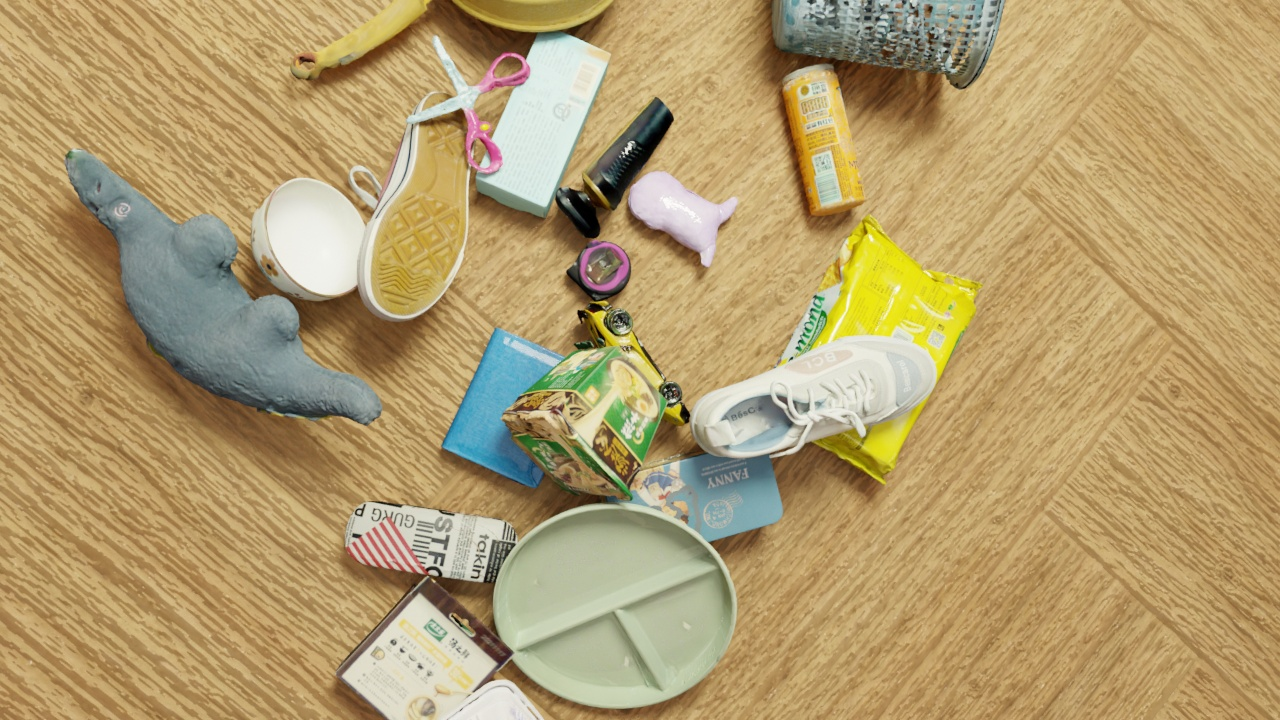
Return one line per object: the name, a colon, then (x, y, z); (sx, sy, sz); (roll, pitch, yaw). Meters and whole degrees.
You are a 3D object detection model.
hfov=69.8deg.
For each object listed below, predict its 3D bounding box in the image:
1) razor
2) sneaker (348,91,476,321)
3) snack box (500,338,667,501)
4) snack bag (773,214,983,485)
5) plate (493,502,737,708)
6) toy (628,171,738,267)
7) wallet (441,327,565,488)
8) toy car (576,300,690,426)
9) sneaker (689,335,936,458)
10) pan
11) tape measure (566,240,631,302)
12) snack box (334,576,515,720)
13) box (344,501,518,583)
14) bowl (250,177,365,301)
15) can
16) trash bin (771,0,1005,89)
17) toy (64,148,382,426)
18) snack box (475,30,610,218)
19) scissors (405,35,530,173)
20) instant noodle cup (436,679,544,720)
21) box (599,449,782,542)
razor: (-0.023, -0.199, 0.920); (0.062, 0.068, 0.167); (47, 71, -32)
sneaker: (-0.216, -0.139, 0.869); (0.118, 0.088, 0.240); (21, 63, -30)
snack box: (-0.043, 0.052, 0.847); (0.117, 0.118, 0.105); (50, 62, -23)
snack bag: (0.239, -0.008, 0.943); (0.158, 0.068, 0.246); (30, 83, -7)
plate: (-0.024, 0.233, 0.871); (0.230, 0.027, 0.230); (0, 110, 1)
toy: (0.040, -0.154, 0.932); (0.108, 0.039, 0.083); (27, 72, -1)
wallet: (-0.121, 0.047, 0.901); (0.106, 0.040, 0.133); (24, 85, -3)
toy car: (-0.005, 0.005, 0.902); (0.041, 0.071, 0.156); (-38, 94, -10)
sneaker: (0.167, 0.034, 0.849); (0.242, 0.091, 0.089); (-16, 93, -5)
pan: (-0.175, -0.365, 0.884); (0.356, 0.078, 0.197); (-29, 73, -16)
tape measure: (-0.038, -0.091, 0.917); (0.057, 0.039, 0.057); (-44, 94, -8)
snack box: (-0.202, 0.282, 0.870); (0.113, 0.053, 0.125); (44, 82, -5)
box: (-0.198, 0.173, 0.874); (0.164, 0.060, 0.072); (7, 103, -9)
bowl: (-0.316, -0.106, 0.854); (0.062, 0.113, 0.113); (-14, 90, 32)
can: (0.189, -0.226, 0.948); (0.058, 0.058, 0.146); (-13, 90, -9)
trash bin: (0.231, -0.383, 0.898); (0.195, 0.226, 0.226); (1, 87, 4)
toy: (-0.382, -0.042, 0.821); (0.356, 0.138, 0.091); (43, 39, 1)
snack box: (-0.096, -0.235, 0.908); (0.074, 0.052, 0.174); (23, 84, -4)
scissors: (-0.156, -0.243, 0.859); (0.133, 0.017, 0.133); (-30, 101, -15)
instant noodle cup: (-0.156, 0.396, 0.846); (0.173, 0.060, 0.138); (-35, 116, -10)
box: (0.054, 0.136, 0.912); (0.184, 0.062, 0.090); (-16, 91, -7)
